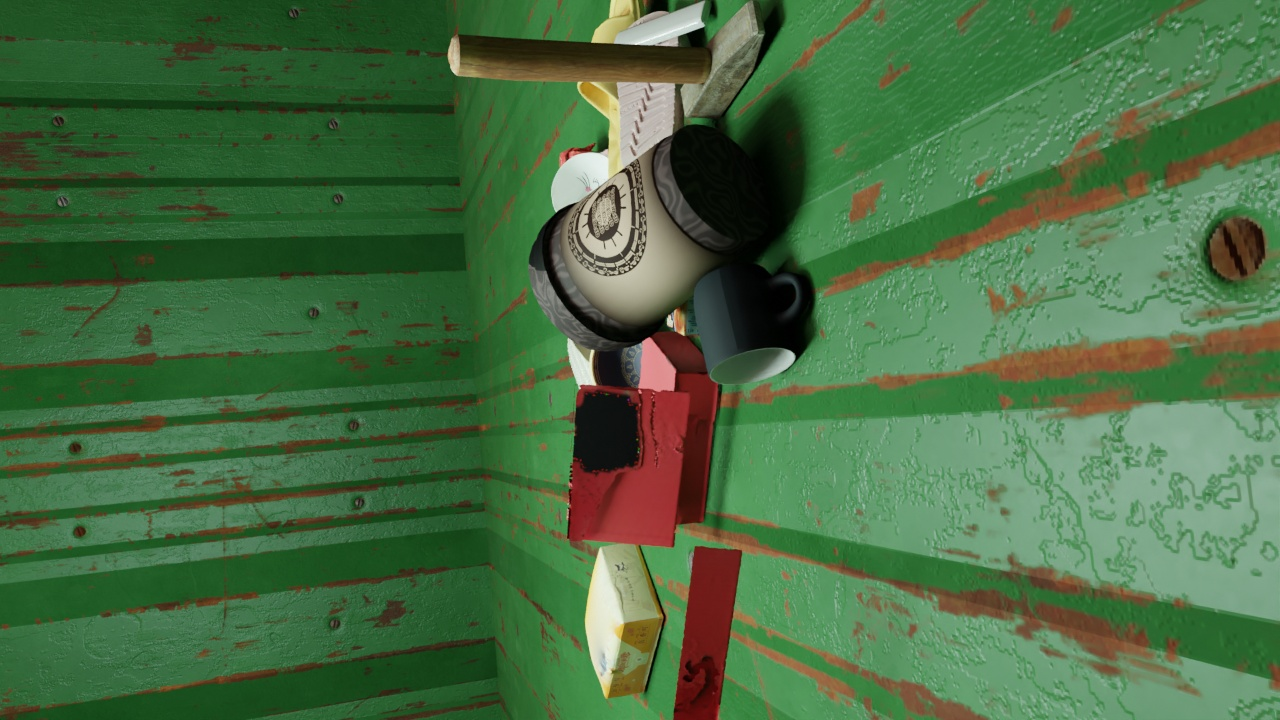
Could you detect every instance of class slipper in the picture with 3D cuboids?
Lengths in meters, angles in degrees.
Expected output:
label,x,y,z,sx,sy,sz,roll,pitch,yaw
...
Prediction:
label,x,y,z,sx,sy,sz,roll,pitch,yaw
slipper,0.024,-0.301,1.059,0.094,0.064,0.238,-18,58,32
slipper,-0.041,-0.347,1.181,0.099,0.078,0.263,-146,54,-72
slipper,-0.059,0.026,1.449,0.262,0.052,0.115,-120,33,-47

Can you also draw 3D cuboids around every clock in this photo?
label,x,y,z,sx,sy,sz,roll,pitch,yaw
clock,-0.036,0.138,1.292,0.120,0.072,0.158,-72,-21,-53

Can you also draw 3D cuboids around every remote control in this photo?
label,x,y,z,sx,sy,sz,roll,pitch,yaw
remote control,0.023,-0.378,1.044,0.131,0.012,0.033,-4,63,40

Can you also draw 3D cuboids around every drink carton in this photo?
label,x,y,z,sx,sy,sz,roll,pitch,yaw
drink carton,0.060,-0.098,1.069,0.064,0.040,0.130,-144,53,-67

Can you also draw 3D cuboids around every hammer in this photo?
label,x,y,z,sx,sy,sz,roll,pitch,yaw
hammer,-0.034,-0.293,0.891,0.158,0.300,0.037,136,128,-68

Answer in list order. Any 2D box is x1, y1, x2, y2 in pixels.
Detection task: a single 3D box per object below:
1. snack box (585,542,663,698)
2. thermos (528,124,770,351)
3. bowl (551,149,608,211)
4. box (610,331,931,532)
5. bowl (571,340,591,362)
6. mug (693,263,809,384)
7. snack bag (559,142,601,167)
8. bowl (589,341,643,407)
label,x,y,z,sx,sy,sz,roll,pitch,yaw
snack box,-0.035,0.400,1.405,0.145,0.080,0.196,-113,26,-47
thermos,0.010,-0.127,0.950,0.227,0.172,0.172,-33,60,45
bowl,-0.070,-0.247,1.364,0.050,0.115,0.114,-8,-86,-72
box,0.146,0.085,1.146,0.197,0.351,0.217,-118,28,-62
bowl,-0.049,-0.055,1.343,0.152,0.050,0.153,34,143,31
mug,0.110,-0.043,0.877,0.122,0.085,0.094,-31,61,39
snack bag,-0.087,-0.250,1.434,0.082,0.082,0.176,172,93,-72
bowl,-0.007,0.007,1.247,0.113,0.061,0.112,5,98,38
